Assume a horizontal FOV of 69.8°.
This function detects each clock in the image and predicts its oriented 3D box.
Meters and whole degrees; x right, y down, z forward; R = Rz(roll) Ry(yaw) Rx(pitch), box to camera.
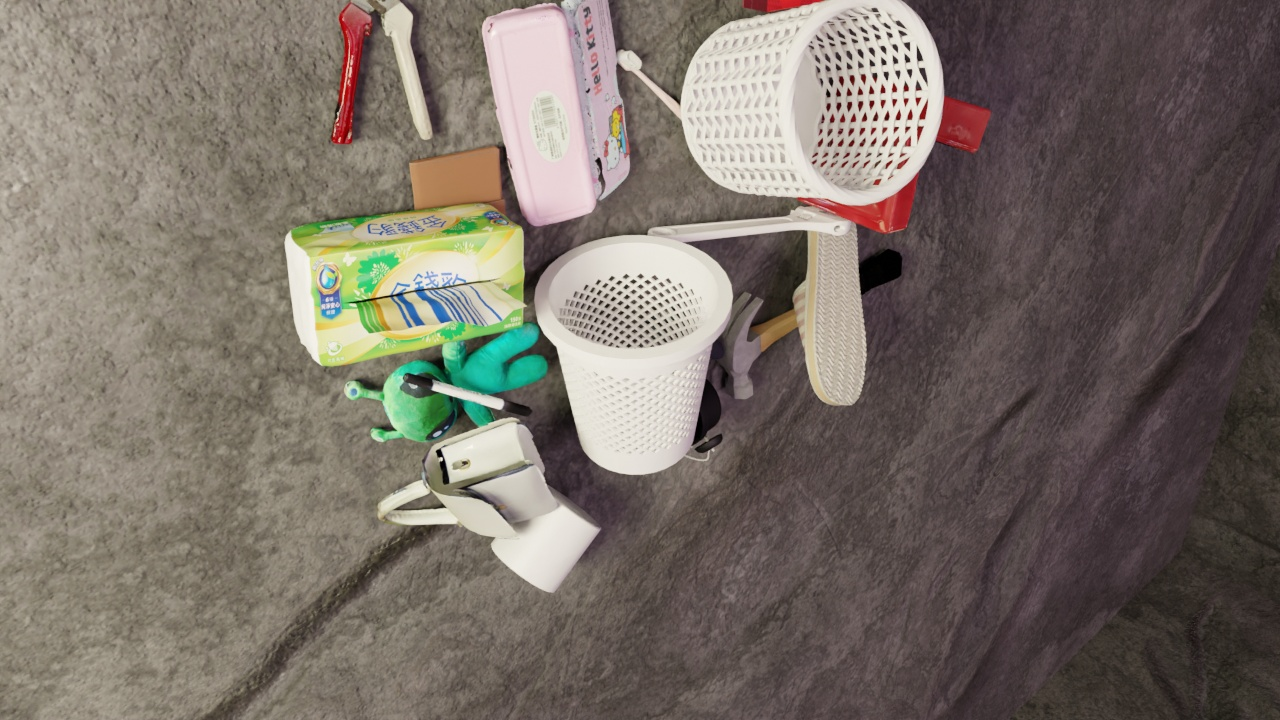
[{"bbox_3d":[0.056,0.068,1.119,0.042,0.091,0.121,-28,117,-40],"label":"clock"}]

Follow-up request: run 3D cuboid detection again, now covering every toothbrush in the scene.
[{"bbox_3d":[0.035,-0.268,0.956,0.181,0.018,0.015,30,81,-47],"label":"toothbrush"}]

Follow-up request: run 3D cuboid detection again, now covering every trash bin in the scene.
[{"bbox_3d":[-0.006,0.006,0.974,0.195,0.195,0.200,-29,139,-26],"label":"trash bin"}]

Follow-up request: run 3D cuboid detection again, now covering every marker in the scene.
[{"bbox_3d":[-0.161,0.034,0.876,0.152,0.011,0.011,21,99,-45],"label":"marker"}]

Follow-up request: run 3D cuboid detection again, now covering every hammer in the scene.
[{"bbox_3d":[0.233,-0.072,1.232,0.327,0.039,0.131,-28,129,-27],"label":"hammer"}]

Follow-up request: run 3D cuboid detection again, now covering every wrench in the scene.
[{"bbox_3d":[0.130,-0.155,1.065,0.272,0.066,0.018,-9,120,-27],"label":"wrench"}]

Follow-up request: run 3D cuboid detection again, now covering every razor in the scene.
[{"bbox_3d":[0.057,-0.029,1.100,0.142,0.047,0.052,31,67,-49],"label":"razor"}]

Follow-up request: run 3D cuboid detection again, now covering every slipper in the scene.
[{"bbox_3d":[0.239,-0.072,1.167,0.115,0.052,0.262,10,76,-40],"label":"slipper"}]

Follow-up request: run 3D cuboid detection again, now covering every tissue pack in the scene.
[{"bbox_3d":[-0.186,-0.057,0.783,0.197,0.141,0.120,-19,126,-26],"label":"tissue pack"}]

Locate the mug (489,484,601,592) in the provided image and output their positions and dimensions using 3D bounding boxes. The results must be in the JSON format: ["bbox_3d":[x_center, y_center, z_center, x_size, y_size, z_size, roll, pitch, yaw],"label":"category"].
[{"bbox_3d":[-0.120,0.193,1.048,0.121,0.091,0.090,37,87,-14],"label":"mug"}]

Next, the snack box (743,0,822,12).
[{"bbox_3d":[0.179,-0.448,0.963,0.151,0.036,0.133,-22,127,-31],"label":"snack box"}]

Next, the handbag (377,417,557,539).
[{"bbox_3d":[-0.181,0.142,0.942,0.176,0.074,0.151,-18,152,-4],"label":"handbag"}]

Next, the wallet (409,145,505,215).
[{"bbox_3d":[-0.168,-0.135,0.859,0.087,0.013,0.121,-18,125,-28],"label":"wallet"}]

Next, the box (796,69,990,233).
[{"bbox_3d":[0.302,-0.262,1.096,0.169,0.157,0.157,-21,128,-31],"label":"box"}]

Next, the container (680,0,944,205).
[{"bbox_3d":[0.165,-0.255,0.914,0.189,0.187,0.189,-7,105,-27],"label":"container"}]

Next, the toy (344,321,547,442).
[{"bbox_3d":[-0.184,0.022,0.903,0.193,0.072,0.131,-25,127,-17],"label":"toy"}]

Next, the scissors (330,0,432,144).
[{"bbox_3d":[-0.213,-0.260,0.745,0.185,0.015,0.179,-51,135,-6],"label":"scissors"}]

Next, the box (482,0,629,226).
[{"bbox_3d":[-0.064,-0.235,0.857,0.153,0.066,0.202,-30,131,-26],"label":"box"}]
